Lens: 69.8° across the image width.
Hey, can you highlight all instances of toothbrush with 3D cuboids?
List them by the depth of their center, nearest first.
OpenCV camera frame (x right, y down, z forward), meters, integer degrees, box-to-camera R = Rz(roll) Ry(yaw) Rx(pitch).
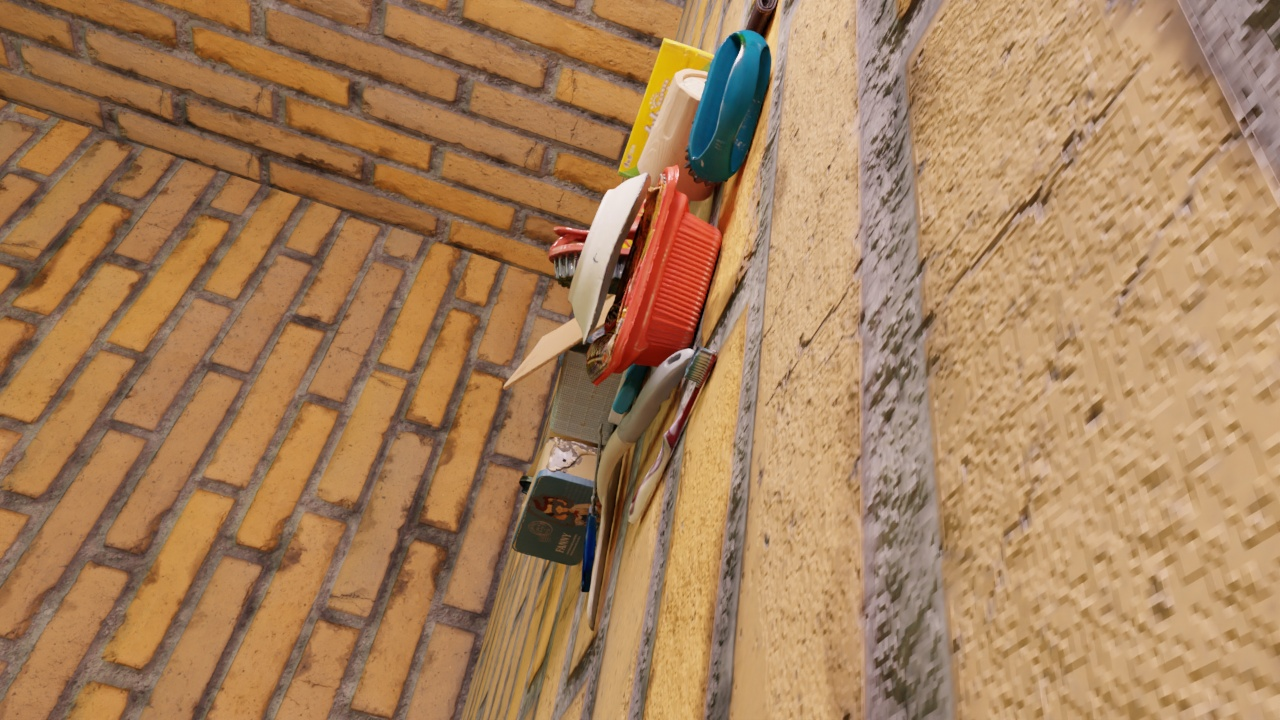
[{"bbox_3d":[0.019,0.063,0.722,0.016,0.017,0.188,-81,11,-55],"label":"toothbrush"}]

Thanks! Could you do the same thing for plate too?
[{"bbox_3d":[-0.033,-0.101,0.859,0.163,0.034,0.164,-79,10,-80],"label":"plate"}]

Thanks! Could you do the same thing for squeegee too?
[{"bbox_3d":[-0.009,0.075,0.834,0.245,0.039,0.247,-80,11,-48],"label":"squeegee"}]

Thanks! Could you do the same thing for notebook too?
[{"bbox_3d":[-0.071,-0.045,1.150,0.212,0.012,0.149,-31,13,27],"label":"notebook"}]

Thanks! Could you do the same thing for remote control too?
[{"bbox_3d":[-0.006,0.006,1.027,0.056,0.019,0.135,-19,-53,-83],"label":"remote control"}]

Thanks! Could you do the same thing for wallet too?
[{"bbox_3d":[0.120,-0.353,0.985,0.123,0.020,0.096,115,175,-55],"label":"wallet"}]

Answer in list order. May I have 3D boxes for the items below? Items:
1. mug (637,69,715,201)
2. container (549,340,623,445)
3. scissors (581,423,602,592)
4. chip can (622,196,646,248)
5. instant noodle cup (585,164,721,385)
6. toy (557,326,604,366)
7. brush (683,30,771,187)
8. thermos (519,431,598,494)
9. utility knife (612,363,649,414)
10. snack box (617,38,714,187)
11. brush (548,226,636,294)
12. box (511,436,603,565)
[{"bbox_3d":[0.063,-0.235,0.939,0.124,0.084,0.104,-39,-20,-49],"label":"mug"},{"bbox_3d":[-0.066,0.040,1.178,0.090,0.090,0.111,-106,32,-78],"label":"container"},{"bbox_3d":[-0.048,0.155,0.930,0.170,0.012,0.146,99,175,-47],"label":"scissors"},{"bbox_3d":[-0.021,-0.166,1.255,0.216,0.073,0.073,-64,-5,-62],"label":"chip can"},{"bbox_3d":[0.014,-0.067,0.842,0.165,0.079,0.188,138,148,-77],"label":"instant noodle cup"},{"bbox_3d":[-0.070,-0.029,1.444,0.138,0.091,0.356,-44,10,2],"label":"toy"},{"bbox_3d":[0.081,-0.228,0.815,0.073,0.055,0.143,146,141,-80],"label":"brush"},{"bbox_3d":[-0.100,0.136,1.240,0.093,0.093,0.143,126,169,-70],"label":"thermos"},{"bbox_3d":[0.006,-0.009,0.943,0.034,0.018,0.165,-63,1,42],"label":"utility knife"},{"bbox_3d":[0.044,-0.291,1.093,0.209,0.070,0.158,-65,-5,-72],"label":"snack box"},{"bbox_3d":[-0.025,-0.108,0.980,0.063,0.145,0.069,127,146,-69],"label":"brush"},{"bbox_3d":[-0.090,0.167,1.046,0.059,0.090,0.185,-81,8,-45],"label":"box"}]
